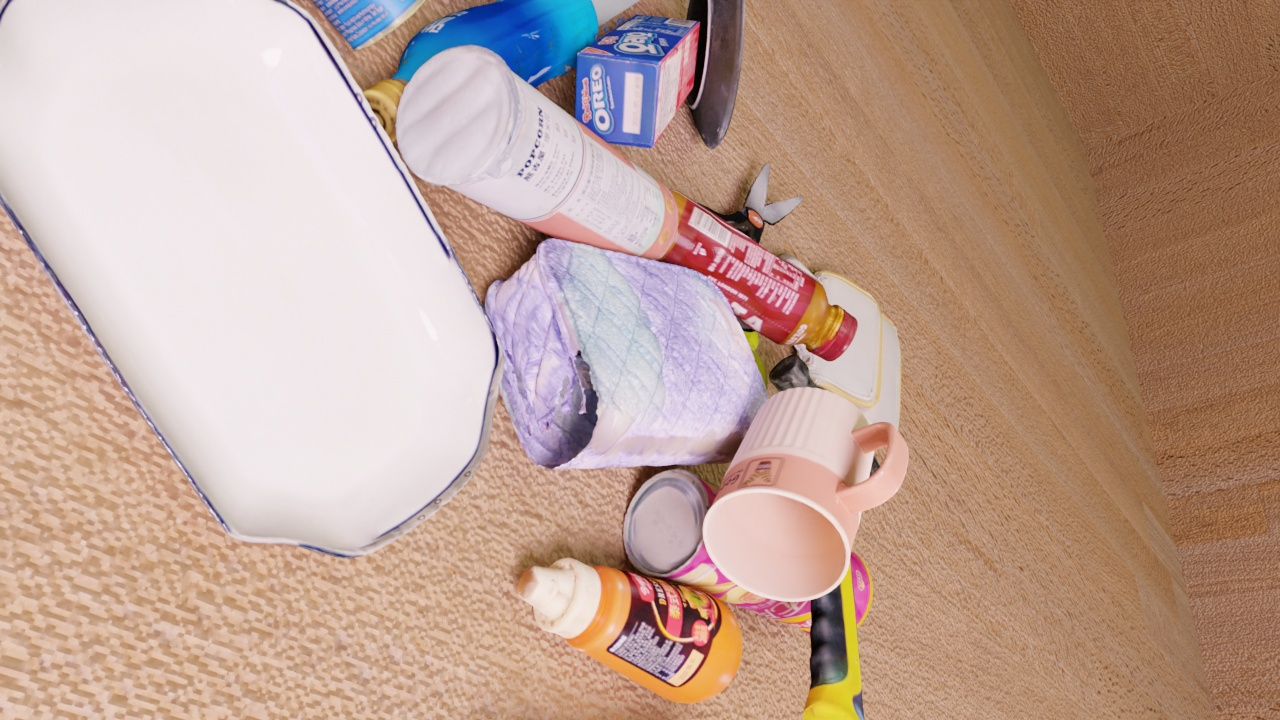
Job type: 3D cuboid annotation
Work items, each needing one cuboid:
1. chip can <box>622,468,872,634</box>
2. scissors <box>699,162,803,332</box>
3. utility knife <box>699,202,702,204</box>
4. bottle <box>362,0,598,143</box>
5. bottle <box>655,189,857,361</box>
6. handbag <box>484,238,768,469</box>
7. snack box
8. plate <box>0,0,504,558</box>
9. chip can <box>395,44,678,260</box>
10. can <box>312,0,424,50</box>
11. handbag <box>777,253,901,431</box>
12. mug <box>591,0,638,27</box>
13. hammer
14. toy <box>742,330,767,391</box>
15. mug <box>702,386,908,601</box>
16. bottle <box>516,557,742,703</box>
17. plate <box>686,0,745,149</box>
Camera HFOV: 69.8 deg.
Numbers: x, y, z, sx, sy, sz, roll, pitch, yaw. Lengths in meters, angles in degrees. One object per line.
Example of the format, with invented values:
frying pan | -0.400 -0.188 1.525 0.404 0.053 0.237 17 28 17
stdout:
chip can | 0.081 0.139 0.635 0.210 0.072 0.071 31 50 -43
scissors | 0.082 -0.119 0.780 0.197 0.022 0.226 23 48 -28
utility knife | 0.108 -0.076 0.804 0.167 0.015 0.033 43 47 -10
bottle | -0.096 -0.182 0.558 0.065 0.065 0.218 58 36 -17
bottle | 0.080 -0.059 0.679 0.175 0.058 0.057 31 46 -10
handbag | -0.003 0.003 0.580 0.193 0.076 0.134 6 55 -50
snack box | 0.002 -0.206 0.656 0.207 0.057 0.058 -70 167 -62
plate | -0.165 -0.042 0.401 0.161 0.034 0.266 -41 108 -40
chip can | -0.047 -0.108 0.543 0.214 0.071 0.071 16 60 -64
can | -0.156 -0.235 0.513 0.083 0.057 0.101 50 40 -30
handbag | 0.180 -0.019 0.866 0.178 0.063 0.163 44 41 -27
mug | -0.022 -0.295 0.678 0.111 0.107 0.082 -12 83 -55
hammer | 0.132 0.122 0.623 0.126 0.032 0.322 47 27 -17
toy | 0.076 0.003 0.732 0.096 0.031 0.100 -20 86 -53
mug | 0.103 0.070 0.537 0.081 0.115 0.105 51 37 -13
bottle | -0.008 0.149 0.525 0.149 0.067 0.066 32 49 -33
plate | 0.056 -0.267 0.762 0.179 0.024 0.179 177 -89 -83
